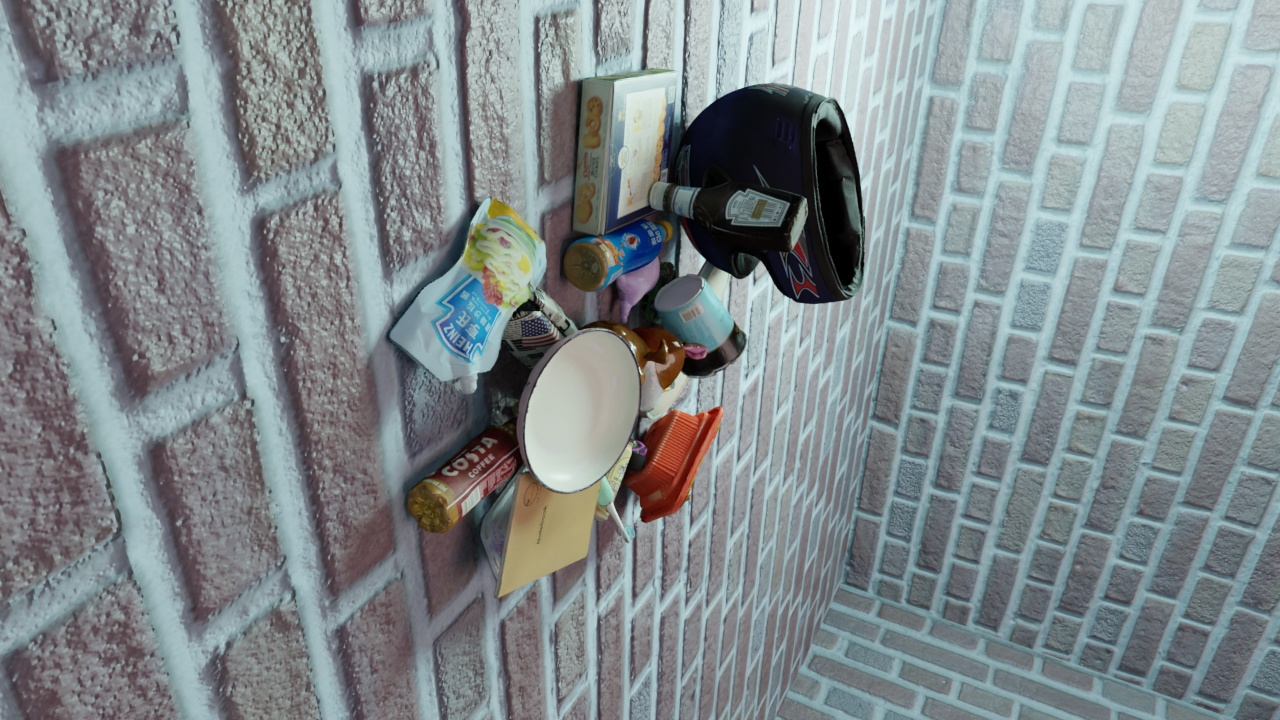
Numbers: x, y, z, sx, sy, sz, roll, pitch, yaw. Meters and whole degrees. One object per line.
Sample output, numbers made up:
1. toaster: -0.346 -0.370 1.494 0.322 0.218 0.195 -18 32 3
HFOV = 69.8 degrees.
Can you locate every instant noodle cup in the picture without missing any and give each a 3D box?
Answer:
1. instant noodle cup: -0.121 0.194 1.155 0.173 0.060 0.138 -54 149 -37
2. instant noodle cup: 0.043 0.152 1.408 0.188 0.079 0.165 -64 -170 -26
3. instant noodle cup: 0.078 -0.055 1.300 0.120 0.111 0.111 58 48 -32

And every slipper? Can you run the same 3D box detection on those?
1. slipper: 0.058 -0.039 1.410 0.114 0.054 0.274 21 95 -62

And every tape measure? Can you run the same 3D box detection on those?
1. tape measure: -0.020 0.135 1.344 0.057 0.057 0.039 -72 173 -76

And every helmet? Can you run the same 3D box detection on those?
1. helmet: 0.174 -0.228 1.306 0.246 0.241 0.316 -44 125 -48

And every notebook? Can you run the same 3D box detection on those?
1. notebook: -0.103 0.192 1.108 0.207 0.008 0.148 -4 108 -65

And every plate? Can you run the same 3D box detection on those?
1. plate: -0.074 0.054 1.043 0.191 0.039 0.193 -21 119 -46

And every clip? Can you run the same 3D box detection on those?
1. clip: -0.110 0.075 1.098 0.034 0.082 0.105 -60 141 -31

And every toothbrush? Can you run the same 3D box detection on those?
1. toothbrush: -0.058 0.161 1.219 0.027 0.026 0.224 -39 120 -26

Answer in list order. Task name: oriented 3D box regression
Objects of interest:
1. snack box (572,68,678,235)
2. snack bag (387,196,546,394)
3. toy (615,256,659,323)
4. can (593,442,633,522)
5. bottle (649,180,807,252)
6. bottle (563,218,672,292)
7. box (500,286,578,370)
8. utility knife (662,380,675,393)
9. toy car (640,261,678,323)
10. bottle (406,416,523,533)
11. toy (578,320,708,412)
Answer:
1. snack box: -0.016 -0.260 1.129 0.182 0.046 0.178 -35 136 -57
2. snack bag: -0.163 -0.063 0.911 0.110 0.039 0.190 54 52 -42
3. toy: -0.003 -0.108 1.258 0.107 0.039 0.084 -50 146 -48
4. can: -0.055 0.162 1.280 0.116 0.058 0.058 -69 156 -12
5. bottle: 0.105 -0.188 1.143 0.079 0.195 0.044 -64 156 -23
6. bottle: -0.018 -0.145 1.171 0.218 0.065 0.065 -36 136 -56
7. box: -0.117 -0.027 1.039 0.087 0.076 0.163 -49 154 -8
8. utility knife: -0.014 0.052 1.317 0.197 0.021 0.031 -15 122 -41
9. toy car: 0.027 -0.100 1.332 0.043 0.036 0.091 5 102 -65
10. bottle: -0.175 0.117 0.989 0.174 0.057 0.057 -41 140 -52
11. toy: -0.007 0.007 1.207 0.199 0.140 0.130 -13 97 -59
